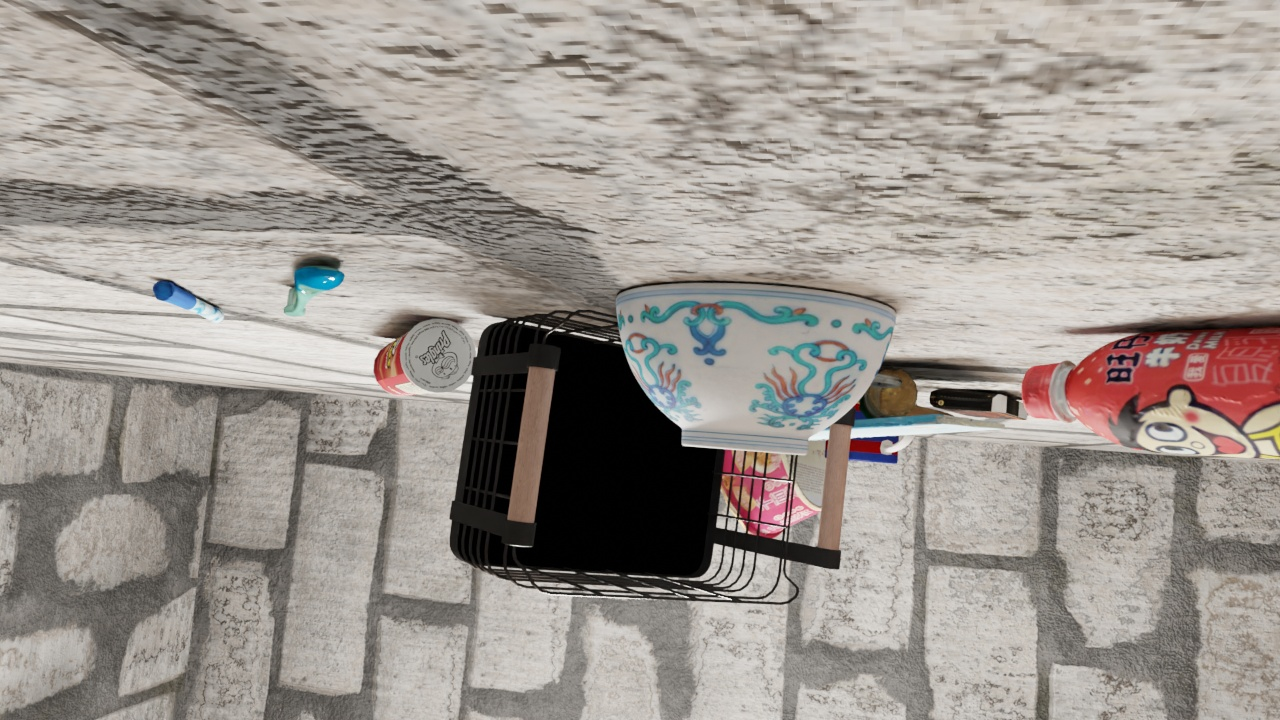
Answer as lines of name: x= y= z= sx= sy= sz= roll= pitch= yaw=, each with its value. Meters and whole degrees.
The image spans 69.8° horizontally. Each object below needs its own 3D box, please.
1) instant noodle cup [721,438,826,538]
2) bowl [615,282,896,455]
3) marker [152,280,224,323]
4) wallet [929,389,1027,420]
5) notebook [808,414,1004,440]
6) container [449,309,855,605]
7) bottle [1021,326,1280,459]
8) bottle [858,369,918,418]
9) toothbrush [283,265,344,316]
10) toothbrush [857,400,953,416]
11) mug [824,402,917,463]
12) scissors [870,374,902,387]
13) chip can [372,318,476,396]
instant noodle cup: x=0.159 y=0.104 z=1.022 sx=0.078 sy=0.178 sz=0.178 roll=-19 pitch=163 yaw=33
bowl: x=0.056 y=0.010 z=0.476 sx=0.144 sy=0.074 sz=0.144 roll=4 pitch=175 yaw=0
marker: x=-0.302 y=-0.037 z=0.621 sx=0.013 sy=0.013 sz=0.142 roll=6 pitch=175 yaw=-12
wallet: x=0.343 y=0.045 z=0.928 sx=0.072 sy=0.019 sz=0.123 roll=2 pitch=174 yaw=34
notebook: x=0.160 y=0.061 z=0.792 sx=0.254 sy=0.009 sz=0.180 roll=-7 pitch=171 yaw=35
container: x=0.005 y=0.066 z=0.597 sx=0.241 sy=0.162 sz=0.130 roll=12 pitch=172 yaw=-31
bottle: x=0.257 y=0.016 z=0.446 sx=0.061 sy=0.062 sz=0.138 roll=8 pitch=173 yaw=-37
bottle: x=0.209 y=0.032 z=0.780 sx=0.043 sy=0.043 sz=0.111 roll=4 pitch=174 yaw=11
toothbrush: x=-0.177 y=-0.039 z=0.489 sx=0.022 sy=0.017 sz=0.135 roll=8 pitch=172 yaw=-27
toothbrush: x=0.229 y=0.041 z=0.892 sx=0.167 sy=0.016 sz=0.016 roll=14 pitch=-179 yaw=-7
mug: x=0.244 y=0.068 z=0.953 sx=0.075 sy=0.076 sz=0.112 roll=7 pitch=174 yaw=-29
scissors: x=0.122 y=0.008 z=0.699 sx=0.141 sy=0.014 sz=0.162 roll=11 pitch=171 yaw=-4
chip can: x=-0.178 y=0.002 z=0.732 sx=0.051 sy=0.051 sz=0.215 roll=6 pitch=175 yaw=-21
